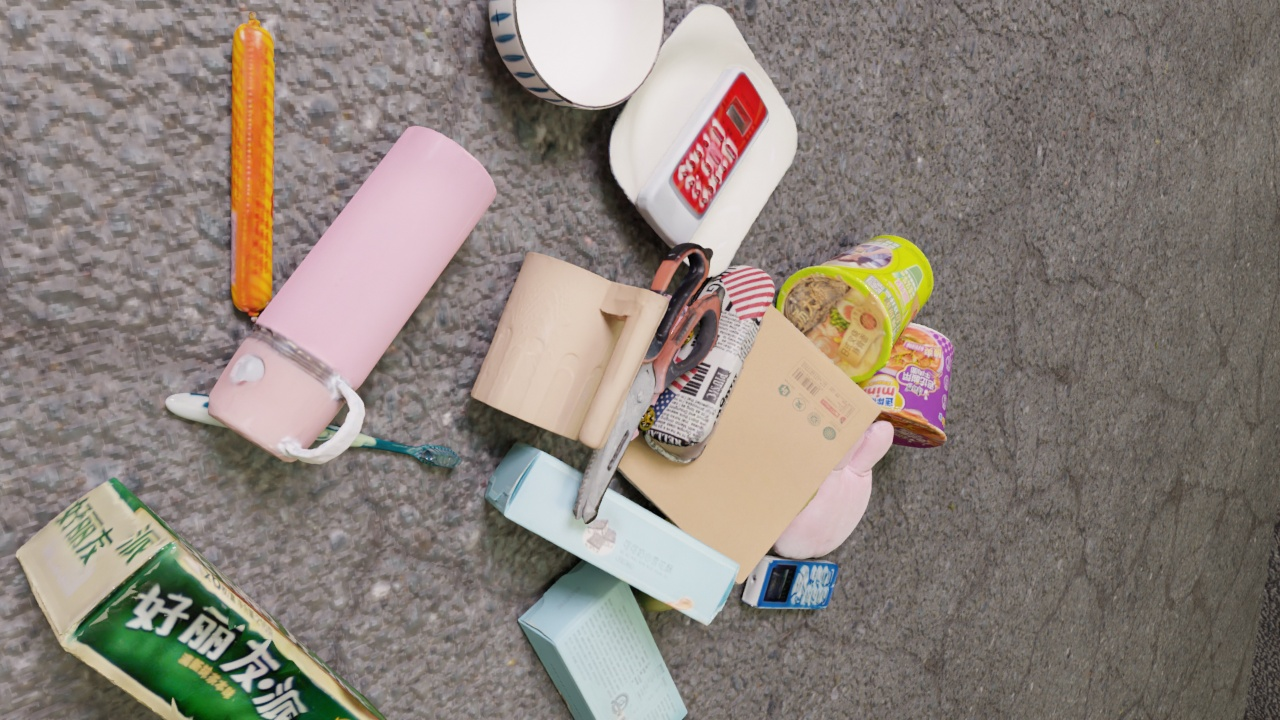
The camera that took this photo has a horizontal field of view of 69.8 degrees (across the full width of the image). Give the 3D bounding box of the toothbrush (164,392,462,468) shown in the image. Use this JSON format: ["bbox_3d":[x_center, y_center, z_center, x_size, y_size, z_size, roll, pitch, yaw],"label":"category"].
[{"bbox_3d":[-0.188,0.045,0.557,0.191,0.018,0.016,19,87,-43],"label":"toothbrush"}]

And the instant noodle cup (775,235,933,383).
[{"bbox_3d":[0.203,-0.056,0.827,0.123,0.112,0.112,-35,122,-39],"label":"instant noodle cup"}]

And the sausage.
[{"bbox_3d":[-0.210,-0.102,0.497,0.021,0.021,0.165,-4,104,-41],"label":"sausage"}]

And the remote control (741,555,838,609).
[{"bbox_3d":[0.148,0.217,0.898,0.124,0.024,0.049,16,90,-44],"label":"remote control"}]

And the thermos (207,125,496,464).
[{"bbox_3d":[-0.153,-0.035,0.515,0.198,0.087,0.067,-59,155,-20],"label":"thermos"}]

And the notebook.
[{"bbox_3d":[0.090,0.058,0.756,0.148,0.008,0.207,44,66,3],"label":"notebook"}]

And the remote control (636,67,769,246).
[{"bbox_3d":[0.048,-0.148,0.669,0.135,0.020,0.056,-57,132,-15],"label":"remote control"}]

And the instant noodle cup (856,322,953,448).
[{"bbox_3d":[0.251,0.022,0.890,0.111,0.112,0.099,34,70,-42],"label":"instant noodle cup"}]

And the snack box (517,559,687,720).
[{"bbox_3d":[-0.026,0.246,0.731,0.074,0.052,0.175,-40,125,-29],"label":"snack box"}]

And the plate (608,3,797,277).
[{"bbox_3d":[0.044,-0.164,0.699,0.163,0.034,0.164,44,72,-39],"label":"plate"}]

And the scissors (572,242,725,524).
[{"bbox_3d":[0.011,0.020,0.636,0.185,0.015,0.208,-1,96,-55],"label":"scissors"}]

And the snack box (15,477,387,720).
[{"bbox_3d":[-0.215,0.174,0.501,0.063,0.115,0.240,-48,127,-24],"label":"snack box"}]

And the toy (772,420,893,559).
[{"bbox_3d":[0.180,0.121,0.863,0.121,0.054,0.160,1,123,-41],"label":"toy"}]

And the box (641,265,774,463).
[{"bbox_3d":[0.055,-0.003,0.711,0.076,0.087,0.162,33,71,-10],"label":"box"}]

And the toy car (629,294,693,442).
[{"bbox_3d":[-0.004,0.004,0.687,0.037,0.056,0.122,36,76,-48],"label":"toy car"}]

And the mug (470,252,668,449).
[{"bbox_3d":[-0.045,-0.004,0.601,0.084,0.125,0.103,27,84,-43],"label":"mug"}]

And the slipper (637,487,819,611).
[{"bbox_3d":[0.064,0.135,0.775,0.190,0.092,0.081,-34,82,-20],"label":"slipper"}]

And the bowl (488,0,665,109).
[{"bbox_3d":[-0.048,-0.219,0.581,0.116,0.066,0.116,-12,108,-38],"label":"bowl"}]

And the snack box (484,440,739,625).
[{"bbox_3d":[-0.021,0.120,0.646,0.175,0.074,0.051,32,81,-17],"label":"snack box"}]
